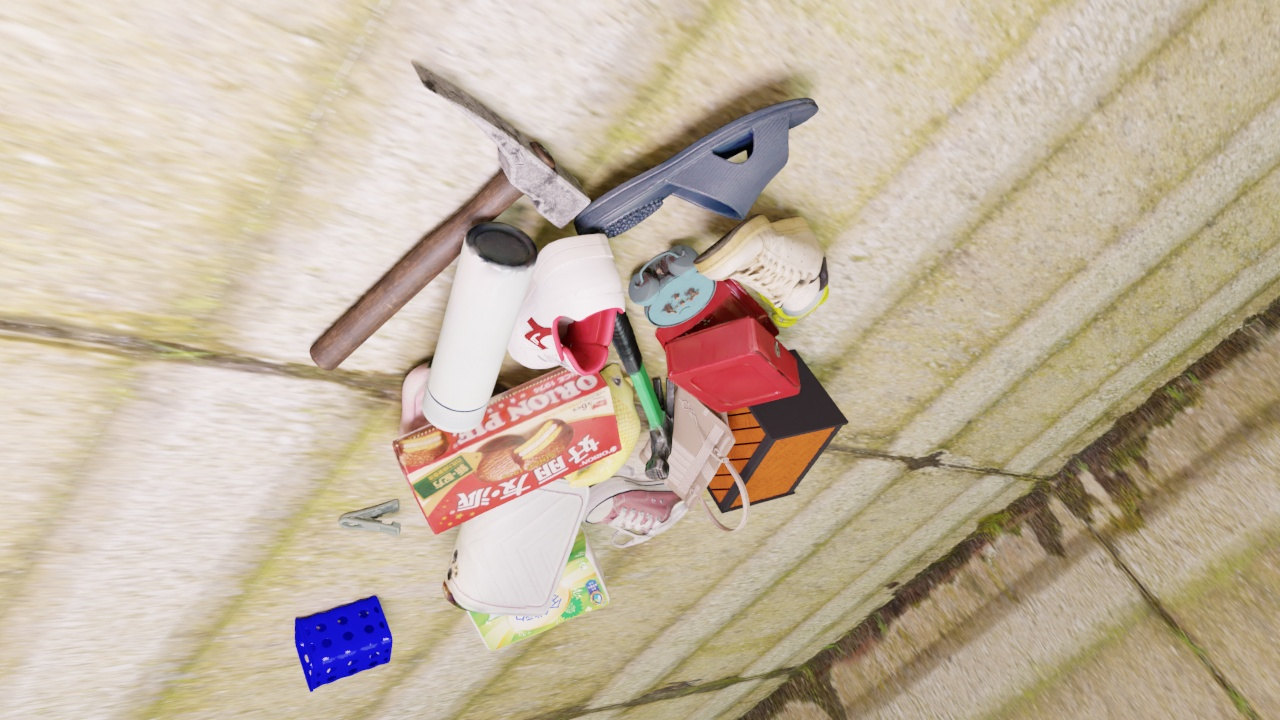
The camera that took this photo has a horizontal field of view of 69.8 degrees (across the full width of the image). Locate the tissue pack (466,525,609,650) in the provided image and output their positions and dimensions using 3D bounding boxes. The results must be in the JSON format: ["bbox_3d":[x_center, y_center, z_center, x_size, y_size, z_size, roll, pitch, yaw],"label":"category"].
[{"bbox_3d":[-0.158,0.313,1.349,0.197,0.141,0.120,-16,118,-6],"label":"tissue pack"}]

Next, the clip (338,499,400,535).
[{"bbox_3d":[-0.336,0.197,1.137,0.075,0.061,0.023,-2,138,-16],"label":"clip"}]

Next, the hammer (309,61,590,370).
[{"bbox_3d":[-0.215,-0.103,0.814,0.301,0.037,0.217,-39,147,14],"label":"hammer"}]

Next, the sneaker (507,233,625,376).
[{"bbox_3d":[-0.076,-0.025,0.932,0.090,0.104,0.237,-12,161,-28],"label":"sneaker"}]

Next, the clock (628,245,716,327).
[{"bbox_3d":[0.032,-0.087,1.028,0.090,0.053,0.124,-35,148,5],"label":"clock"}]

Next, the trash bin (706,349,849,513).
[{"bbox_3d":[0.171,0.101,1.322,0.139,0.139,0.172,-9,142,-32],"label":"trash bin"}]

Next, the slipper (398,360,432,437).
[{"bbox_3d":[-0.220,0.076,1.039,0.106,0.055,0.222,-18,144,-23],"label":"slipper"}]

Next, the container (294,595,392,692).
[{"bbox_3d":[-0.417,0.396,1.291,0.113,0.084,0.085,-12,142,-30],"label":"container"}]

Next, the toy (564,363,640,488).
[{"bbox_3d":[-0.063,0.074,1.136,0.154,0.065,0.170,-53,130,-13],"label":"toy"}]

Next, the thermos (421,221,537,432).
[{"bbox_3d":[-0.157,-0.025,0.872,0.067,0.068,0.231,-9,142,-32],"label":"thermos"}]

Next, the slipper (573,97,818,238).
[{"bbox_3d":[0.065,-0.166,0.888,0.263,0.082,0.101,-28,179,1],"label":"slipper"}]

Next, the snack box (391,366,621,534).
[{"bbox_3d":[-0.143,0.094,1.018,0.236,0.060,0.113,-23,137,-14],"label":"snack box"}]

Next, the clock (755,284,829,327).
[{"bbox_3d":[0.194,-0.089,1.156,0.083,0.057,0.119,-34,142,1],"label":"clock"}]

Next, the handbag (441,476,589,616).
[{"bbox_3d":[-0.167,0.223,1.189,0.141,0.096,0.199,15,101,-32],"label":"handbag"}]

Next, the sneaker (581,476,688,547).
[{"bbox_3d":[-0.002,0.235,1.414,0.240,0.087,0.118,4,134,-44],"label":"sneaker"}]

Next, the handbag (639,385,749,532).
[{"bbox_3d":[0.091,0.147,1.264,0.062,0.198,0.176,-9,142,-32],"label":"handbag"}]

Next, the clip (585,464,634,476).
[{"bbox_3d":[-0.047,0.127,1.261,0.043,0.102,0.054,38,63,-57],"label":"clip"}]

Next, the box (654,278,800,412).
[{"bbox_3d":[0.112,-0.001,1.152,0.137,0.127,0.157,-35,148,16],"label":"box"}]

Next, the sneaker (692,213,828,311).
[{"bbox_3d":[0.142,-0.097,1.000,0.089,0.102,0.240,-35,171,31],"label":"sneaker"}]

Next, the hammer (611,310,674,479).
[{"bbox_3d":[-0.007,0.006,1.093,0.032,0.130,0.319,-2,142,17],"label":"hammer"}]
